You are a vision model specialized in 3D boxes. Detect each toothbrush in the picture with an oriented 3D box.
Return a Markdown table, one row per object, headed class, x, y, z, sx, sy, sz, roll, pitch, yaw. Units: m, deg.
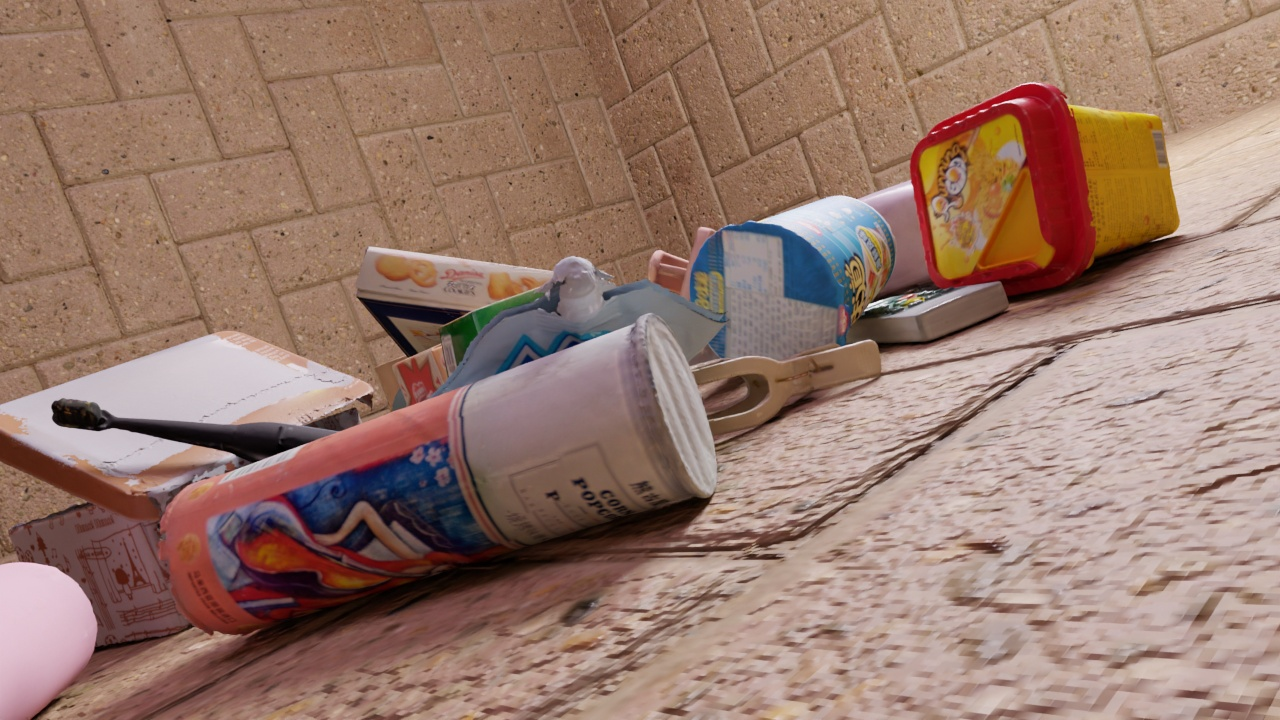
| class | x | y | z | sx | sy | sz | roll | pitch | yaw |
| --- | --- | --- | --- | --- | --- | --- | --- | --- | --- |
| toothbrush | -0.191 | 0.044 | 0.483 | 0.212 | 0.026 | 0.027 | 11 | -30 | -17 |

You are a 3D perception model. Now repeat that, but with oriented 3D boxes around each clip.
| class | x | y | z | sx | sy | sz | roll | pitch | yaw |
| --- | --- | --- | --- | --- | --- | --- | --- | --- | --- |
| clip | 0.069 | 0.011 | 0.448 | 0.103 | 0.034 | 0.076 | -12 | 1 | -5 |

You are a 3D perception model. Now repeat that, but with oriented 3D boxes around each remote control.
| class | x | y | z | sx | sy | sz | roll | pitch | yaw |
| --- | --- | --- | --- | --- | --- | --- | --- | --- | --- |
| remote control | 0.163 | -0.028 | 0.560 | 0.056 | 0.019 | 0.135 | -21 | 4 | -10 |

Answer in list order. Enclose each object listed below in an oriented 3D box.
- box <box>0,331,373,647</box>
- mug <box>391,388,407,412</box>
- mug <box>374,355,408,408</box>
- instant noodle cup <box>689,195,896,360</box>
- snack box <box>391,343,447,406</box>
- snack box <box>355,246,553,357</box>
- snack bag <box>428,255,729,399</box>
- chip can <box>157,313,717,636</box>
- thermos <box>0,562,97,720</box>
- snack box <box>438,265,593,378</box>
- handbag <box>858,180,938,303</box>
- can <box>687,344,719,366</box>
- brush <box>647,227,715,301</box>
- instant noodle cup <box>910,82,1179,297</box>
| class | x | y | z | sx | sy | sz | roll | pitch | yaw |
| --- | --- | --- | --- | --- | --- | --- | --- | --- | --- |
| box | -0.264 | 0.058 | 0.546 | 0.149 | 0.158 | 0.181 | -19 | 4 | 28 |
| mug | -0.145 | 0.044 | 0.786 | 0.111 | 0.082 | 0.107 | 10 | -17 | -36 |
| mug | -0.196 | 0.033 | 0.943 | 0.124 | 0.103 | 0.084 | -20 | 4 | 2 |
| instant noodle cup | 0.100 | -0.050 | 0.548 | 0.099 | 0.099 | 0.109 | -17 | 11 | 42 |
| snack box | -0.114 | 0.028 | 0.655 | 0.076 | 0.094 | 0.093 | -23 | 5 | -31 |
| snack box | -0.119 | -0.025 | 0.766 | 0.178 | 0.045 | 0.183 | 8 | -20 | 7 |
| snack bag | -0.057 | 0.021 | 0.422 | 0.191 | 0.038 | 0.110 | -35 | -40 | 26 |
| chip can | -0.082 | 0.049 | 0.364 | 0.215 | 0.071 | 0.071 | -19 | 4 | 15 |
| thermos | -0.262 | 0.129 | 0.313 | 0.087 | 0.067 | 0.199 | -53 | 11 | -7 |
| snack box | -0.064 | 0.011 | 0.559 | 0.117 | 0.105 | 0.118 | -23 | 4 | -27 |
| handbag | 0.170 | -0.086 | 0.760 | 0.197 | 0.098 | 0.144 | -18 | 3 | 20 |
| can | 0.032 | -0.013 | 0.748 | 0.058 | 0.058 | 0.116 | -21 | 4 | -12 |
| brush | 0.062 | -0.052 | 0.647 | 0.073 | 0.063 | 0.145 | 16 | 5 | 25 |
| instant noodle cup | 0.249 | -0.102 | 0.560 | 0.123 | 0.116 | 0.116 | -10 | -1 | -25 |
